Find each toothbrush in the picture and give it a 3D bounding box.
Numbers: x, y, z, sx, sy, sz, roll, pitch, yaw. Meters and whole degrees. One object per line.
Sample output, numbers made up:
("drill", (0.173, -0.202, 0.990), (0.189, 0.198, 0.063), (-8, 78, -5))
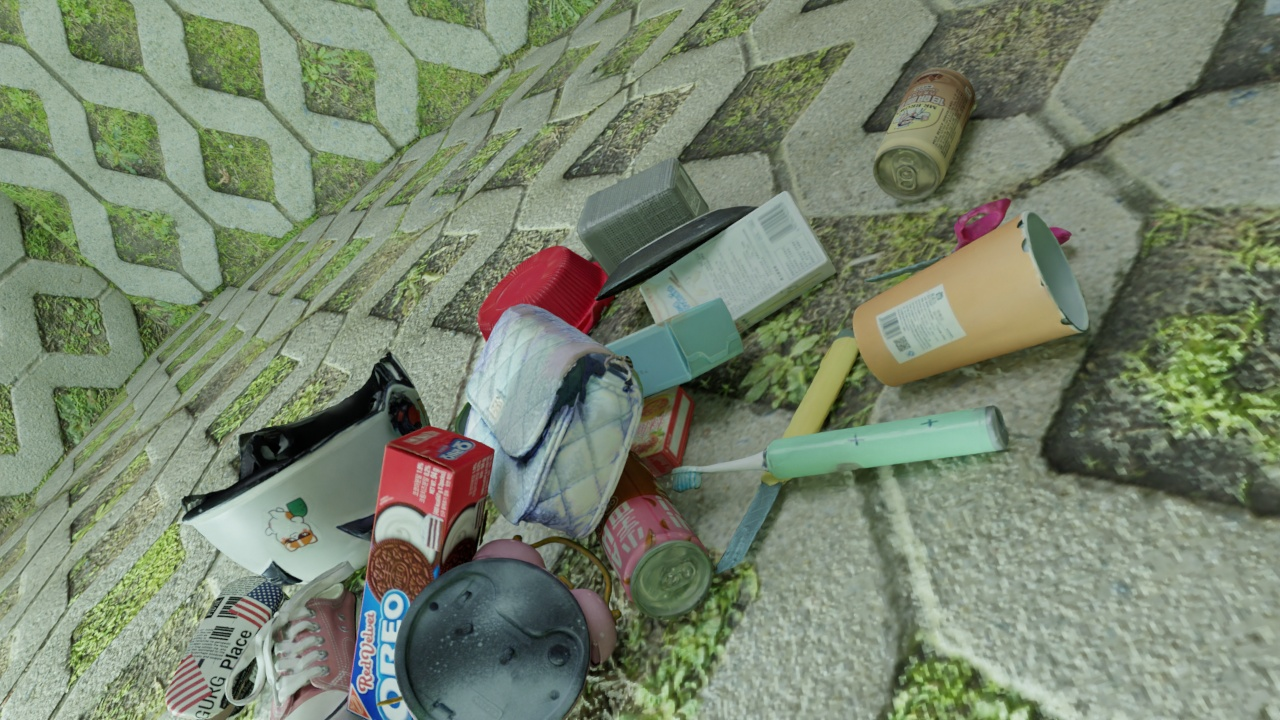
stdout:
("toothbrush", (0.113, 0.058, 0.575), (0.225, 0.026, 0.027), (-13, 61, 34))

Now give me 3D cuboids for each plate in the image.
("plate", (0.031, -0.108, 0.875), (0.179, 0.024, 0.179), (-27, 1, 0))

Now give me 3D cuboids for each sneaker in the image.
("sneaker", (-0.264, 0.234, 0.728), (0.118, 0.088, 0.241), (-32, 19, -6))

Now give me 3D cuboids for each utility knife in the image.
("utility knife", (0.104, 0.053, 0.625), (0.031, 0.022, 0.220), (-10, 33, 51))

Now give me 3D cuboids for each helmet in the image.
("helmet", (-0.288, 0.122, 0.872), (0.230, 0.157, 0.274), (-30, 17, 1))

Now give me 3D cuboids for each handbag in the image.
("handbag", (-0.073, 0.037, 0.671), (0.194, 0.075, 0.134), (29, 98, 63))

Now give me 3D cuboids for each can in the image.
("can", (-0.002, 0.113, 0.630), (0.058, 0.058, 0.147), (-41, 26, -1))
("can", (0.240, -0.192, 0.774), (0.059, 0.058, 0.116), (-10, 40, 46))

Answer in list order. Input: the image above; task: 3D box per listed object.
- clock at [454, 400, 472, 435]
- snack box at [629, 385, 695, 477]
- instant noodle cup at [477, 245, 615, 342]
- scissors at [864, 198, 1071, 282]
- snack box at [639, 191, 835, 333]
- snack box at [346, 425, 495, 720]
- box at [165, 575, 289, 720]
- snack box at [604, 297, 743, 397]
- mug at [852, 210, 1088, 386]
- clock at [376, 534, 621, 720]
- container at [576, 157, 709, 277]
("clock", (-0.114, 0.043, 0.888), (0.116, 0.056, 0.160), (-6, 42, 47))
("snack box", (-0.028, 0.076, 0.758), (0.153, 0.025, 0.075), (-23, 32, 32))
("instant noodle cup", (-0.116, -0.066, 1.048), (0.194, 0.066, 0.193), (-30, 28, 18))
("scissors", (0.212, -0.072, 0.602), (0.133, 0.130, 0.017), (-14, 69, 19))
("snack box", (0.081, -0.070, 0.793), (0.157, 0.027, 0.084), (-33, 58, 16))
("snack box", (-0.151, 0.153, 0.630), (0.057, 0.208, 0.058), (17, 16, 16))
("box", (-0.395, 0.273, 0.881), (0.075, 0.083, 0.163), (-22, 29, 20))
("snack box", (-0.004, 0.004, 0.760), (0.175, 0.051, 0.074), (-22, 2, 44))
("mug", (0.200, -0.031, 0.571), (0.123, 0.078, 0.078), (-27, 29, 36))
("clock", (-0.080, 0.177, 0.582), (0.158, 0.117, 0.060), (-49, -18, -32))
("container", (0.007, -0.150, 0.989), (0.114, 0.090, 0.090), (-24, 32, 24))
